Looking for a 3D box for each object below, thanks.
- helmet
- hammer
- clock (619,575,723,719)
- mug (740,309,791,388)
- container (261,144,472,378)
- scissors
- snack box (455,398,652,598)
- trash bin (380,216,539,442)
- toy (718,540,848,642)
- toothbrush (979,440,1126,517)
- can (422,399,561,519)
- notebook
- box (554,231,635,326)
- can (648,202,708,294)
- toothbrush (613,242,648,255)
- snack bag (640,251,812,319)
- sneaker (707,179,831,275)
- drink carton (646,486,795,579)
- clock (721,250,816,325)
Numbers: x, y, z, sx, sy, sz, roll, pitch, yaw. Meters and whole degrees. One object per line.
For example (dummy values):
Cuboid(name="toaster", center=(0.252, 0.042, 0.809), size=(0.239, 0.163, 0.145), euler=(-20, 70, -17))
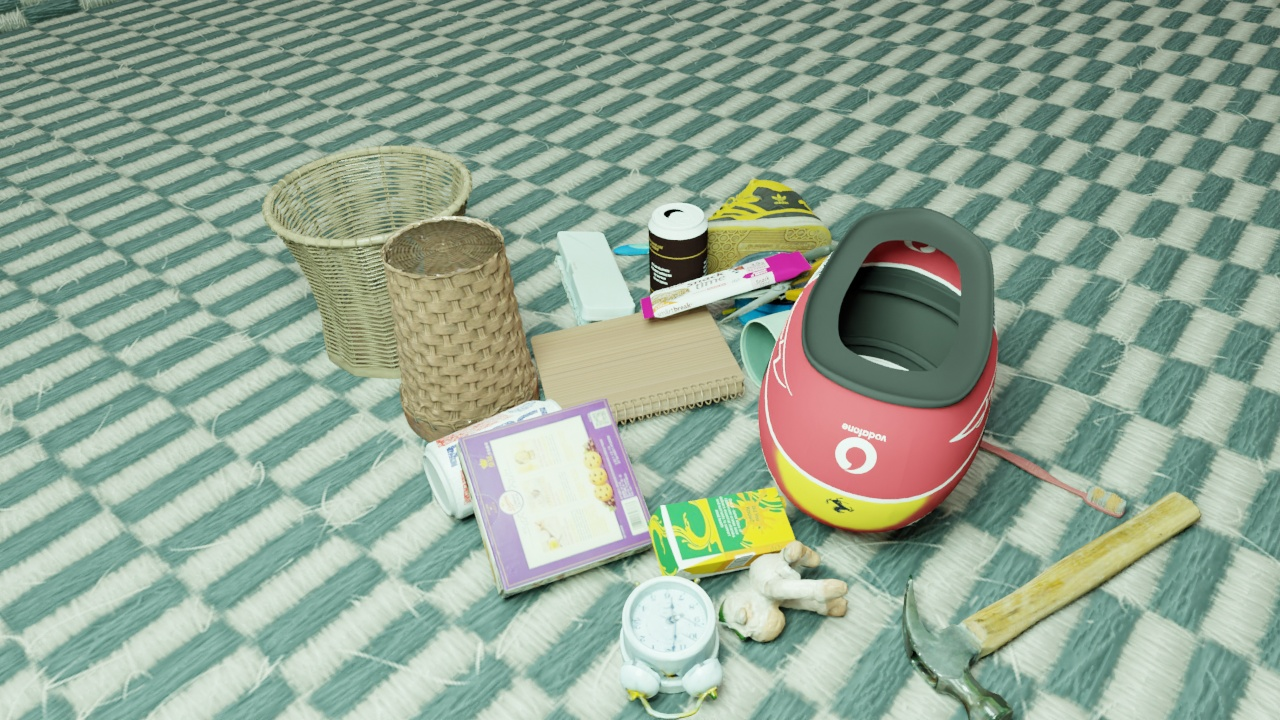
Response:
Cuboid(name="helmet", center=(0.213, 0.029, 0.839), size=(0.198, 0.225, 0.270), euler=(17, 54, 13))
Cuboid(name="hammer", center=(0.364, 0.189, 0.791), size=(0.329, 0.033, 0.132), euler=(-21, 41, -23))
Cuboid(name="clock", center=(0.024, 0.231, 0.735), size=(0.083, 0.057, 0.117), euler=(-3, 46, 0))
Cuboid(name="mug", center=(0.182, -0.004, 1.015), size=(0.103, 0.084, 0.111), euler=(-15, 68, -23))
Cuboid(name="container", center=(-0.296, -0.113, 1.073), size=(0.227, 0.196, 0.226), euler=(-2, 38, 1))
Cuboid(name="scissors", center=(0.178, -0.087, 1.041), size=(0.226, 0.016, 0.225), euler=(-2, 27, 24))
Cuboid(name="snack box", center=(-0.077, 0.122, 0.832), size=(0.147, 0.041, 0.143), euler=(-15, 72, -18))
Cuboid(name="trash bin", center=(-0.191, -0.035, 0.959), size=(0.151, 0.210, 0.151), euler=(-1, 38, 1))
Cuboid(name="toy", center=(0.114, 0.197, 0.761), size=(0.106, 0.085, 0.074), euler=(-28, 73, 0))
Cuboid(name="toothbrush", center=(0.385, 0.104, 0.908), size=(0.184, 0.016, 0.015), euler=(28, 54, 35))
Cuboid(name="can", center=(-0.137, 0.094, 0.899), size=(0.136, 0.078, 0.078), euler=(-23, 43, -24))
Cuboid(name="notebook", center=(-0.006, 0.006, 1.025), size=(0.210, 0.022, 0.169), euler=(-13, 40, -8))
Cuboid(name="box", center=(-0.059, -0.104, 1.167), size=(0.085, 0.070, 0.198), euler=(-26, 39, 1))
Cuboid(name="can", center=(0.046, -0.120, 1.118), size=(0.072, 0.129, 0.071), euler=(-2, 38, 1))
Cuboid(name="toothbrush", center=(0.028, -0.159, 1.262), size=(0.135, 0.017, 0.022), euler=(-11, 40, -7))
Cuboid(name="snack bag", center=(0.095, -0.089, 1.060), size=(0.196, 0.016, 0.070), euler=(-17, 22, 4))
Cuboid(name="sneaker", center=(0.122, -0.178, 1.220), size=(0.238, 0.086, 0.122), euler=(-5, 44, -10))
Cuboid(name="drink carton", center=(0.075, 0.153, 0.810), size=(0.122, 0.041, 0.058), euler=(-6, 61, -21))
Cuboid(name="clock", center=(0.184, -0.078, 1.115), size=(0.161, 0.060, 0.116), euler=(11, 39, 14))
